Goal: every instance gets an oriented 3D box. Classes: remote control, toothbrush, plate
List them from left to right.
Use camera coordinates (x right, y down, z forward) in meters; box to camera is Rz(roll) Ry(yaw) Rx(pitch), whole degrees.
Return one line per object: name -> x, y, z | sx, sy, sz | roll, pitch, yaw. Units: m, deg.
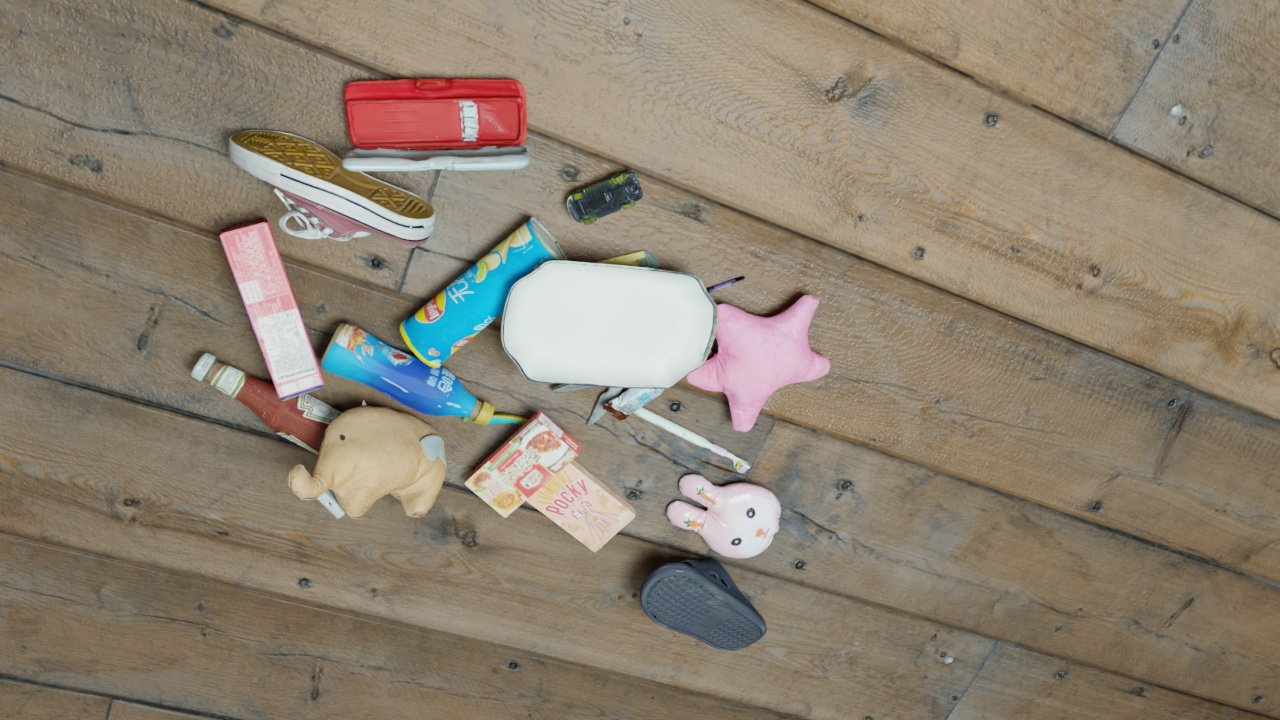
remote control -> -0.391, 0.155, 1.165 | 0.024, 0.125, 0.049 | -39, 112, 0
plate -> -0.037, -0.046, 1.110 | 0.265, 0.034, 0.162 | 3, 117, -17
toothbrush -> 0.044, -0.076, 1.171 | 0.189, 0.014, 0.017 | -20, 121, 2
toothbrush -> 0.069, 0.107, 1.257 | 0.189, 0.029, 0.020 | 29, 66, -17

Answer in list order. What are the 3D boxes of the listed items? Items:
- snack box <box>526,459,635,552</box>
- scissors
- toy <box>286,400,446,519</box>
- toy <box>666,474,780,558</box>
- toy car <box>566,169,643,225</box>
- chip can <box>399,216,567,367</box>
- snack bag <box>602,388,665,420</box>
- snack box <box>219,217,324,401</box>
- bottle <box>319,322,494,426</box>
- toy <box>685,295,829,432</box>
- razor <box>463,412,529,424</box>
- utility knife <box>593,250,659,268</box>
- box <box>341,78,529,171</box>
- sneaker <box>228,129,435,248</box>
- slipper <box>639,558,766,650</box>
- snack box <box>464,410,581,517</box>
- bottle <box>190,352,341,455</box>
snack box -> -0.091, 0.193, 1.273 | 0.084, 0.026, 0.157 | -44, 112, 13
scissors -> -0.007, 0.004, 1.195 | 0.189, 0.015, 0.225 | 12, 121, -19
toy -> -0.337, 0.122, 1.127 | 0.083, 0.143, 0.225 | -21, 161, 36
toy -> 0.119, 0.220, 1.299 | 0.159, 0.054, 0.121 | 18, 111, -6
toy car -> -0.044, -0.195, 1.094 | 0.090, 0.035, 0.042 | -22, 114, 4
chip can -> -0.190, -0.081, 1.109 | 0.210, 0.071, 0.071 | -37, 113, 11
snack bag -> 0.000, 0.043, 1.198 | 0.105, 0.026, 0.045 | -37, 135, 18
snack box -> -0.434, -0.060, 1.081 | 0.058, 0.057, 0.208 | -19, 111, -19
bottle -> -0.287, 0.026, 1.150 | 0.218, 0.065, 0.065 | 28, 108, -18
toy -> 0.153, -0.014, 1.181 | 0.195, 0.074, 0.178 | -38, 114, 7
razor -> -0.167, 0.086, 1.213 | 0.132, 0.043, 0.028 | 13, 103, -6
utility knife -> -0.065, -0.105, 1.148 | 0.179, 0.019, 0.031 | -14, 110, 5
box -> -0.225, -0.259, 1.009 | 0.201, 0.100, 0.095 | -3, 115, -6
sneaker -> -0.349, -0.176, 1.025 | 0.241, 0.118, 0.088 | 25, 120, -3
slipper -> 0.088, 0.347, 1.345 | 0.111, 0.083, 0.268 | -33, 132, 17
snack box -> -0.155, 0.138, 1.204 | 0.075, 0.025, 0.153 | 43, 115, -12
bottle -> -0.457, 0.056, 1.148 | 0.206, 0.059, 0.060 | 32, 107, -19
